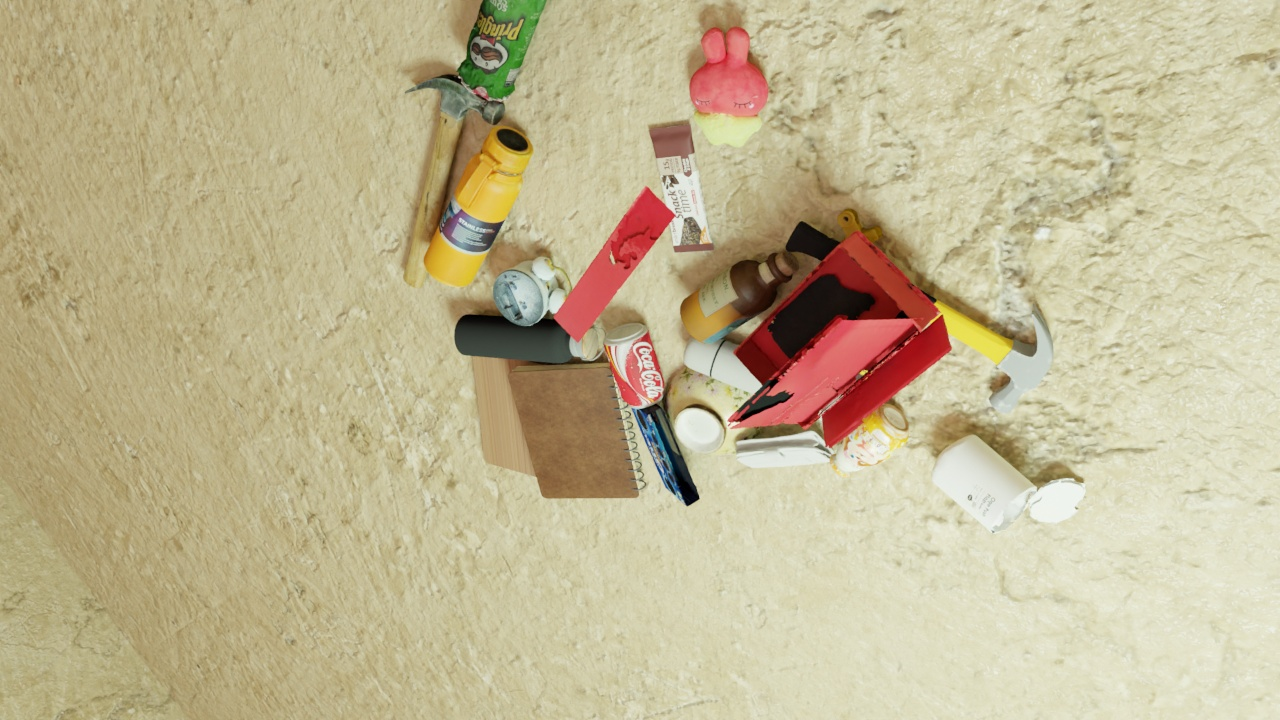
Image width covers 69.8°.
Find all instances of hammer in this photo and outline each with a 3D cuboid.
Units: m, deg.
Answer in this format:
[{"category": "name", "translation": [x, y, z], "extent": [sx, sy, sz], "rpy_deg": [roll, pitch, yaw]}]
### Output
[{"category": "hammer", "translation": [-0.286, -0.238, 1.269], "extent": [0.132, 0.033, 0.331], "rpy_deg": [30, 127, 7]}, {"category": "hammer", "translation": [0.313, -0.066, 1.036], "extent": [0.323, 0.029, 0.127], "rpy_deg": [31, 130, 4]}]

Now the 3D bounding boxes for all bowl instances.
[{"category": "bowl", "translation": [0.090, 0.080, 1.232], "extent": [0.145, 0.063, 0.145], "rpy_deg": [13, 123, 20]}]

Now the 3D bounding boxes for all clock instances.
[{"category": "clock", "translation": [-0.145, -0.097, 1.259], "extent": [0.118, 0.056, 0.083], "rpy_deg": [-10, 112, 32]}]

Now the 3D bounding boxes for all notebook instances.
[{"category": "notebook", "translation": [-0.172, 0.086, 1.401], "extent": [0.169, 0.022, 0.211], "rpy_deg": [12, 122, 22]}, {"category": "notebook", "translation": [-0.089, 0.106, 1.343], "extent": [0.168, 0.024, 0.226], "rpy_deg": [-3, 119, 17]}]

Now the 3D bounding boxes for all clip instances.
[{"category": "clip", "translation": [0.241, -0.147, 1.044], "extent": [0.054, 0.044, 0.049], "rpy_deg": [-21, 131, 37]}]

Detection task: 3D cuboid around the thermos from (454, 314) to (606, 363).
[{"category": "thermos", "translation": [-0.152, -0.030, 1.298], "extent": [0.232, 0.061, 0.061], "rpy_deg": [4, 119, 26]}]

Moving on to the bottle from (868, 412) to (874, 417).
[{"category": "bottle", "translation": [0.283, 0.102, 1.144], "extent": [0.063, 0.063, 0.109], "rpy_deg": [40, 129, 2]}]

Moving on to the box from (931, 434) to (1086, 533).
[{"category": "box", "translation": [0.438, 0.147, 1.090], "extent": [0.137, 0.143, 0.083], "rpy_deg": [48, 132, 35]}]

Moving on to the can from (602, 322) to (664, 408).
[{"category": "can", "translation": [-0.007, 0.007, 1.241], "extent": [0.064, 0.064, 0.105], "rpy_deg": [-5, 115, 30]}]

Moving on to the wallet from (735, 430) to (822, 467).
[{"category": "wallet", "translation": [0.189, 0.124, 1.203], "extent": [0.116, 0.032, 0.086], "rpy_deg": [-12, 154, 33]}]

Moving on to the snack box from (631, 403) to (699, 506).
[{"category": "snack box", "translation": [0.033, 0.125, 1.284], "extent": [0.150, 0.027, 0.082], "rpy_deg": [68, 165, -17]}]

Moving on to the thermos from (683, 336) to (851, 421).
[{"category": "thermos", "translation": [0.162, 0.022, 1.168], "extent": [0.224, 0.052, 0.052], "rpy_deg": [22, 125, 16]}]

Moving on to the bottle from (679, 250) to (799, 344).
[{"category": "bottle", "translation": [0.124, -0.083, 1.118], "extent": [0.157, 0.067, 0.068], "rpy_deg": [-33, 99, 37]}]

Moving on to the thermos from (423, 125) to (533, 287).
[{"category": "thermos", "translation": [-0.215, -0.197, 1.216], "extent": [0.076, 0.091, 0.233], "rpy_deg": [22, 131, -19]}]

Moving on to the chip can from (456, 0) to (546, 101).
[{"category": "chip can", "translation": [-0.146, -0.416, 1.065], "extent": [0.075, 0.075, 0.224], "rpy_deg": [35, 128, 5]}]

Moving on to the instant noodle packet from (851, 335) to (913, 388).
[{"category": "instant noodle packet", "translation": [0.252, -0.025, 1.103], "extent": [0.135, 0.039, 0.099], "rpy_deg": [37, 121, 5]}]

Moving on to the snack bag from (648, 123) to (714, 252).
[{"category": "snack bag", "translation": [0.050, -0.207, 1.120], "extent": [0.057, 0.013, 0.158], "rpy_deg": [2, 118, 29]}]

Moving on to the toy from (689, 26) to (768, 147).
[{"category": "toy", "translation": [0.097, -0.303, 1.018], "extent": [0.092, 0.045, 0.135], "rpy_deg": [12, 128, 19]}]

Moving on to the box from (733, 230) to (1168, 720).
[{"category": "box", "translation": [0.287, 0.122, 0.967], "extent": [0.216, 0.140, 0.510], "rpy_deg": [-48, 64, 42]}]
